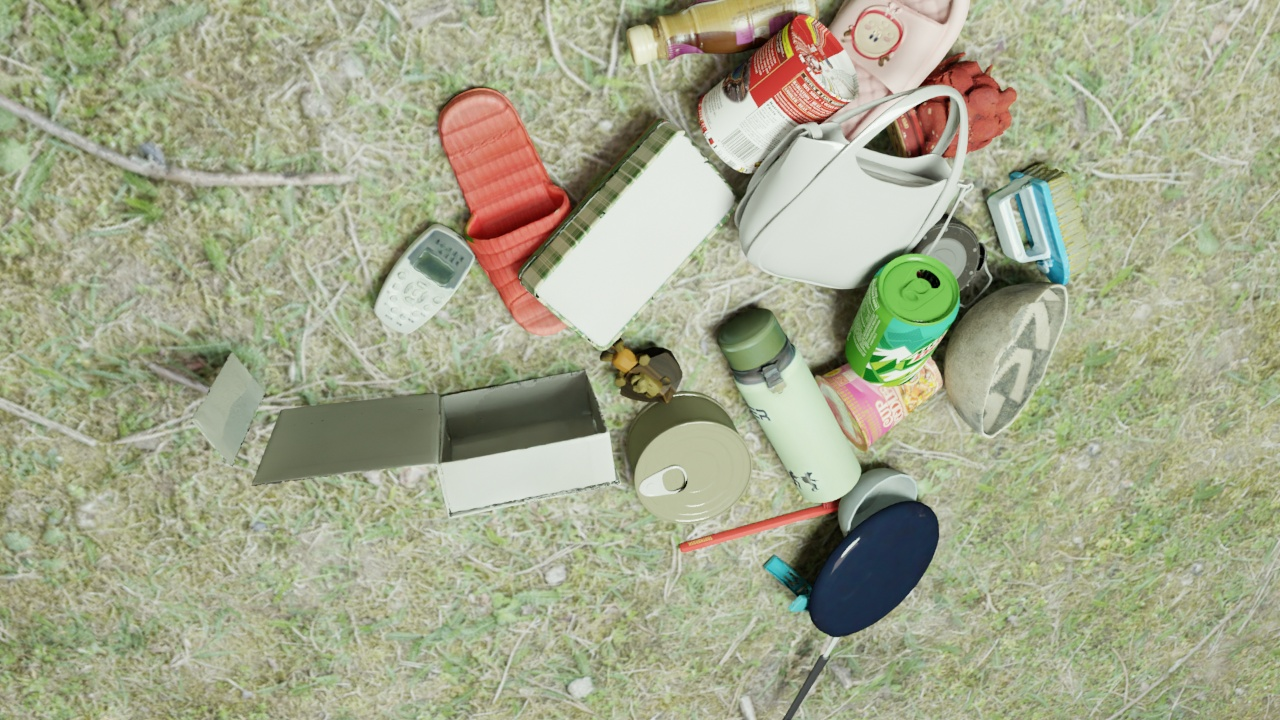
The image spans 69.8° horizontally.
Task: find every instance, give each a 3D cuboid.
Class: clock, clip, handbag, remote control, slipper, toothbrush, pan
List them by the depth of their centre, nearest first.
[{"bbox_3d":[0.199,-0.268,0.832,0.107,0.055,0.222,46,117,19],"label":"slipper"},{"bbox_3d":[0.211,-0.163,0.833,0.215,0.095,0.223,8,141,-29],"label":"handbag"},{"bbox_3d":[-0.115,-0.130,0.864,0.103,0.059,0.249,-19,116,0],"label":"slipper"},{"bbox_3d":[-0.211,-0.077,0.889,0.060,0.028,0.114,38,104,-24],"label":"remote control"},{"bbox_3d":[0.308,-0.106,0.959,0.122,0.043,0.091,31,108,-23],"label":"clock"},{"bbox_3d":[0.148,0.193,1.095,0.212,0.012,0.018,-15,117,-3],"label":"toothbrush"},{"bbox_3d":[0.211,0.295,1.120,0.119,0.102,0.027,33,108,-36],"label":"clip"},{"bbox_3d":[0.255,0.323,1.130,0.198,0.021,0.357,8,115,-39],"label":"pan"}]

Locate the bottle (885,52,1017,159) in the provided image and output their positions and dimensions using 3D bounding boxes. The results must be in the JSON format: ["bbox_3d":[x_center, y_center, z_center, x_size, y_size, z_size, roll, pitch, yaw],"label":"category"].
[{"bbox_3d":[0.291,-0.242,0.869,0.111,0.098,0.099,-19,118,11],"label":"bottle"}]

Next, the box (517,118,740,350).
[{"bbox_3d":[-0.010,-0.117,0.861,0.205,0.051,0.117,-49,130,3],"label":"box"}]

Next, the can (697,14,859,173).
[{"bbox_3d":[0.120,-0.233,0.814,0.086,0.086,0.117,36,136,-23],"label":"can"}]

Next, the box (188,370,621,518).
[{"bbox_3d":[-0.213,0.074,0.885,0.368,0.166,0.099,-4,111,-10],"label":"box"}]

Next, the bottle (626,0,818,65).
[{"bbox_3d":[0.070,-0.299,0.813,0.166,0.059,0.060,-16,117,-1],"label":"bottle"}]

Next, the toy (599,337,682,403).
[{"bbox_3d":[-0.006,0.005,0.950,0.100,0.062,0.076,36,124,-18],"label":"toy"}]

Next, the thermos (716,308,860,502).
[{"bbox_3d":[0.160,0.050,0.987,0.082,0.082,0.231,-30,117,5],"label":"thermos"}]

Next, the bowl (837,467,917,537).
[{"bbox_3d":[0.272,0.168,1.080,0.106,0.039,0.106,-17,126,-25],"label":"bowl"}]

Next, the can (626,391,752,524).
[{"bbox_3d":[0.051,0.105,0.999,0.127,0.073,0.128,-4,116,-8],"label":"can"}]

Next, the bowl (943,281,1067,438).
[{"bbox_3d":[0.379,-0.012,0.984,0.178,0.081,0.179,-28,133,-35],"label":"bowl"}]

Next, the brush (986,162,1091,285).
[{"bbox_3d":[0.417,-0.131,0.959,0.075,0.055,0.136,-31,117,0],"label":"brush"}]

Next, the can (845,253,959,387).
[{"bbox_3d":[0.254,-0.037,0.898,0.083,0.083,0.144,-13,157,-4],"label":"can"}]

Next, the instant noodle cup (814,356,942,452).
[{"bbox_3d":[0.262,0.030,0.995,0.108,0.097,0.098,-31,117,-3],"label":"instant noodle cup"}]
